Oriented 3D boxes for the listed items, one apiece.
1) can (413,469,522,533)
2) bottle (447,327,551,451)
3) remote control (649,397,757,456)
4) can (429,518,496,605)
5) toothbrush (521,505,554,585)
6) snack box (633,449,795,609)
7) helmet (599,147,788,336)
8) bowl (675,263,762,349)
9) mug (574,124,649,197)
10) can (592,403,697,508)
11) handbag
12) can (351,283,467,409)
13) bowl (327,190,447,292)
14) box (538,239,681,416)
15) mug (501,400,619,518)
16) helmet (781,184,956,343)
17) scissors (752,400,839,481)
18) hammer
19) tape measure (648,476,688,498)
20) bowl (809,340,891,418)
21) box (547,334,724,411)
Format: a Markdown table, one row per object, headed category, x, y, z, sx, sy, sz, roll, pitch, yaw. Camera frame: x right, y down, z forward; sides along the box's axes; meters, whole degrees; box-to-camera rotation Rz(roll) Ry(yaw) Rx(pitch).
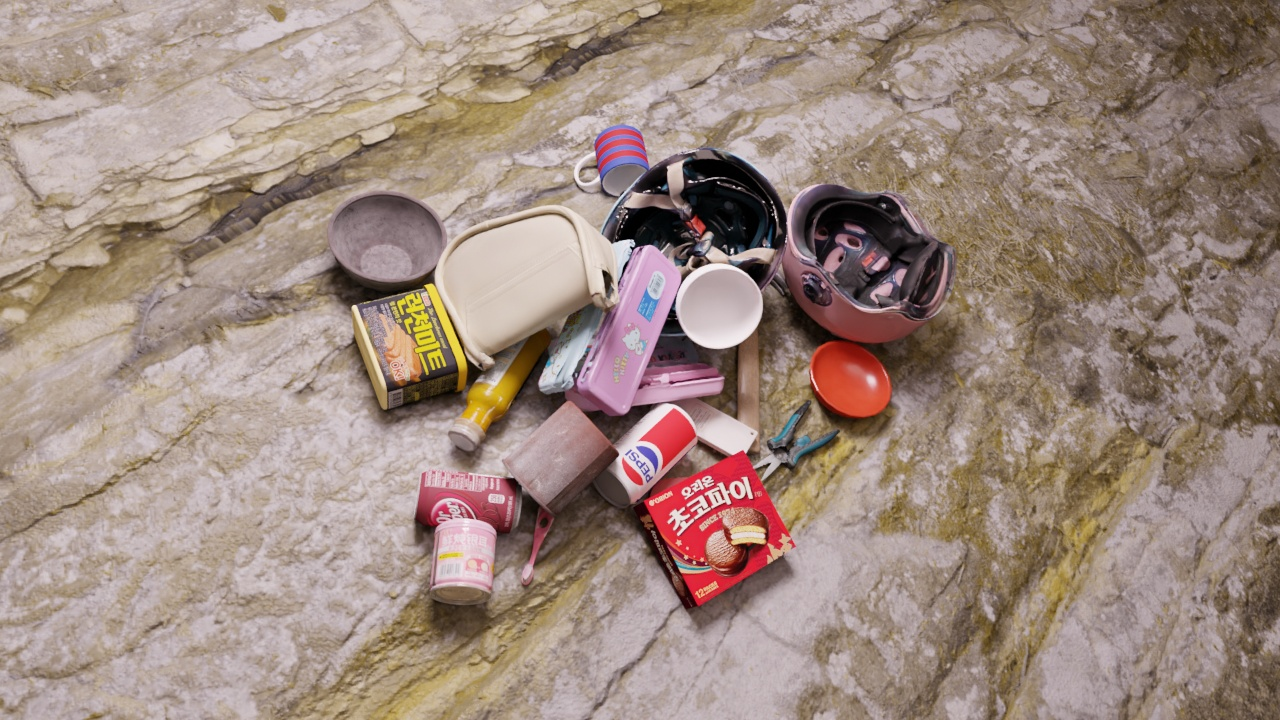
| category | x | y | z | sx | sy | sz | roll | pitch | yaw |
| --- | --- | --- | --- | --- | --- | --- | --- | --- | --- |
| can | -0.194 | 0.158 | 1.032 | 0.114 | 0.063 | 0.063 | 8 | 57 | -13 |
| bottle | -0.173 | 0.029 | 1.126 | 0.053 | 0.053 | 0.185 | 28 | 55 | 1 |
| remote control | 0.082 | 0.080 | 1.190 | 0.136 | 0.011 | 0.050 | 29 | 55 | 12 |
| can | -0.192 | 0.218 | 0.994 | 0.067 | 0.067 | 0.076 | 7 | 58 | -13 |
| toothbrush | -0.114 | 0.196 | 1.063 | 0.021 | 0.016 | 0.134 | 13 | 56 | 4 |
| snack box | 0.090 | 0.200 | 1.098 | 0.151 | 0.036 | 0.132 | -23 | 80 | -28 |
| helmet | 0.063 | -0.143 | 1.232 | 0.265 | 0.167 | 0.225 | -39 | 87 | -7 |
| bowl | 0.094 | -0.070 | 1.135 | 0.105 | 0.105 | 0.054 | 12 | 16 | -11 |
| mug | -0.045 | -0.292 | 1.364 | 0.112 | 0.075 | 0.076 | -13 | 61 | 6 |
| can | 0.006 | 0.114 | 1.119 | 0.070 | 0.070 | 0.131 | 43 | 56 | 11 |
| handbag | -0.123 | -0.086 | 1.112 | 0.132 | 0.230 | 0.183 | 32 | 40 | -48 |
| can | -0.281 | -0.016 | 1.110 | 0.100 | 0.073 | 0.130 | -17 | 66 | -23 |
| bowl | -0.324 | -0.141 | 1.175 | 0.145 | 0.067 | 0.144 | 8 | 57 | -13 |
| box | -0.040 | -0.039 | 1.111 | 0.090 | 0.093 | 0.213 | 39 | 60 | -34 |
| mug | -0.093 | 0.110 | 1.060 | 0.110 | 0.123 | 0.096 | -38 | 105 | -7 |
| helmet | 0.309 | -0.132 | 1.318 | 0.255 | 0.153 | 0.229 | 34 | 57 | 4 |
| scissors | 0.207 | 0.106 | 1.220 | 0.150 | 0.019 | 0.120 | 1 | 60 | -15 |
| hammer | 0.150 | -0.023 | 1.277 | 0.119 | 0.031 | 0.330 | 11 | 56 | -11 |
| tape measure | 0.036 | 0.168 | 1.126 | 0.051 | 0.019 | 0.058 | 17 | 62 | -4 |
| bowl | 0.287 | 0.032 | 1.281 | 0.122 | 0.035 | 0.121 | 8 | 57 | -13 |
| box | -0.008 | 0.015 | 1.185 | 0.201 | 0.059 | 0.155 | -6 | 28 | -21 |
